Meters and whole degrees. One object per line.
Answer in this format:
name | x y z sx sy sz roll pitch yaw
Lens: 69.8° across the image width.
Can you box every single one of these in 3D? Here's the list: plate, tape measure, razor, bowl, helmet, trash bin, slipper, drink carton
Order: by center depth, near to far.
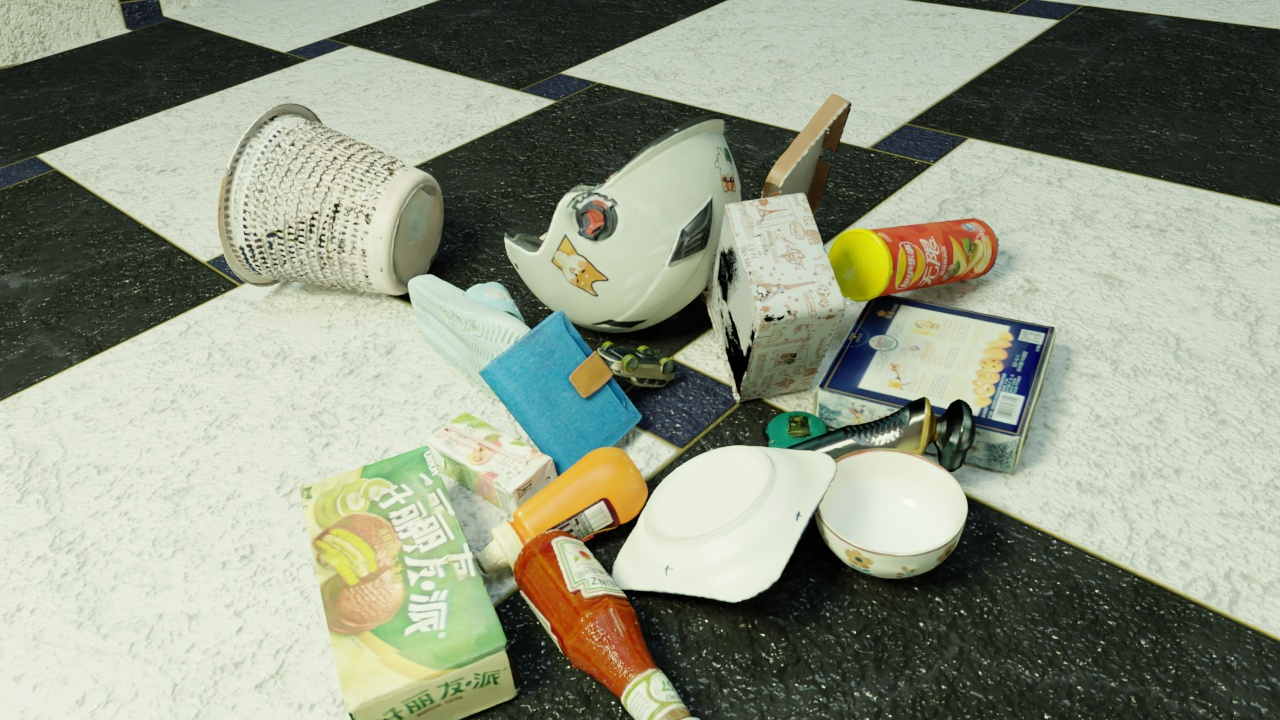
bowl | 0.192 0.127 0.715 0.113 0.062 0.113 -5 37 4
plate | 0.059 0.115 0.723 0.165 0.034 0.163 -7 32 43
razor | 0.198 0.076 0.774 0.168 0.067 0.062 -16 15 18
drink carton | -0.135 0.091 0.828 0.123 0.046 0.053 24 47 35
tape measure | 0.142 0.068 0.834 0.058 0.025 0.054 -5 37 1
helmet | 0.003 -0.120 0.962 0.275 0.157 0.229 -27 2 35
slipper | -0.167 -0.034 0.962 0.074 0.104 0.245 -27 35 -29
trash bin | -0.354 -0.174 1.103 0.192 0.228 0.226 16 41 9

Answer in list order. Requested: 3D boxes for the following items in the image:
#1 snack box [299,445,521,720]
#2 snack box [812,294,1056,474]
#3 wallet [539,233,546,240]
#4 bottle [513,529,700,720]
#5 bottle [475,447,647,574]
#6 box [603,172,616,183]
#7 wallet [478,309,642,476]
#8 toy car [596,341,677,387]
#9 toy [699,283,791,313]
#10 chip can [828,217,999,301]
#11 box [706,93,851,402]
snack box | -0.185 0.173 0.711 0.114 0.063 0.240 -18 38 -16
snack box | 0.281 0.013 0.870 0.183 0.046 0.177 14 41 26
wallet | -0.081 -0.150 1.162 0.087 0.024 0.114 24 45 24
bottle | -0.023 0.200 0.651 0.059 0.060 0.206 -25 40 -23
bottle | -0.068 0.130 0.757 0.149 0.067 0.067 -30 42 -17
box | 0.039 -0.207 1.175 0.168 0.080 0.091 22 46 33
wallet | -0.070 0.032 0.838 0.106 0.133 0.040 -42 9 -37
toy car | -0.005 0.005 0.902 0.090 0.035 0.042 9 14 -46
toy | 0.136 -0.097 1.023 0.105 0.066 0.156 35 59 21
chip can | 0.289 -0.108 0.958 0.216 0.073 0.073 -11 32 -40
box | 0.133 -0.107 0.884 0.126 0.179 0.273 11 62 4
